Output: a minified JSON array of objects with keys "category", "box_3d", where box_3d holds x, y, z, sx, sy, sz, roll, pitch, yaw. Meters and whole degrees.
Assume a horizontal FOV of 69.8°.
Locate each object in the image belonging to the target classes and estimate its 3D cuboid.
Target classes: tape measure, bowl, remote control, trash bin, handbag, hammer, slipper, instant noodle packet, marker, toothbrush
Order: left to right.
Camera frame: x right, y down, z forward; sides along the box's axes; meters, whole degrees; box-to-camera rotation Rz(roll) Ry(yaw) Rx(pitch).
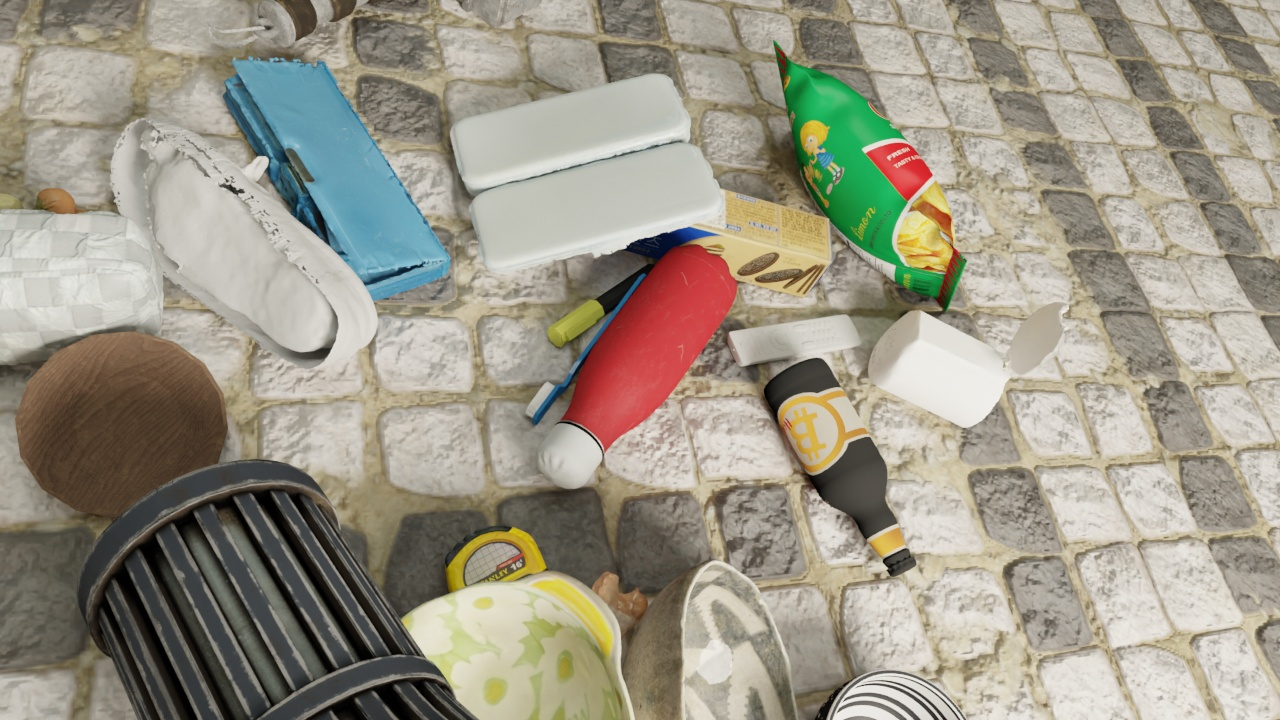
[{"category":"handbag","box_3d":[-0.403,-0.059,0.592,0.171,0.113,0.123,-2,54,-21]},{"category":"bowl","box_3d":[-0.329,0.040,0.589,0.117,0.030,0.118,0,89,-24]},{"category":"slipper","box_3d":[-0.291,-0.090,0.672,0.247,0.074,0.112,39,93,9]},{"category":"trash bin","box_3d":[-0.181,0.172,0.474,0.163,0.165,0.227,-26,51,-31]},{"category":"hammer","box_3d":[-0.241,-0.352,0.843,0.177,0.080,0.325,41,55,6]},{"category":"tape measure","box_3d":[-0.098,0.145,0.622,0.065,0.037,0.064,-35,82,-19]},{"category":"bowl","box_3d":[-0.080,0.227,0.533,0.188,0.060,0.219,32,86,28]},{"category":"toothbrush","box_3d":[-0.042,-0.014,0.741,0.014,0.016,0.166,30,61,8]},{"category":"marker","box_3d":[-0.028,-0.049,0.776,0.021,0.017,0.123,12,39,43]},{"category":"bowl","box_3d":[0.035,0.222,0.580,0.178,0.081,0.178,41,40,-48]},{"category":"remote control","box_3d":[0.139,-0.018,0.823,0.130,0.012,0.033,-9,62,-25]},{"category":"instant noodle packet","box_3d":[0.209,-0.162,0.848,0.090,0.195,0.252,-37,75,6]},{"category":"bowl","box_3d":[0.163,0.277,0.621,0.120,0.067,0.120,9,58,-15]}]

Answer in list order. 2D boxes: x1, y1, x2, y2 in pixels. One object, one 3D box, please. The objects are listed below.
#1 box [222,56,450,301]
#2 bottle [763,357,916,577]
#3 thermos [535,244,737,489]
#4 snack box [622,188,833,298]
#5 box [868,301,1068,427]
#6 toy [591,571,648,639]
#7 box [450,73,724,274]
[{"category":"box","box_3d":[-0.246,-0.154,0.740,0.093,0.053,0.231,-24,71,-31]},{"category":"bottle","box_3d":[0.166,0.088,0.741,0.059,0.059,0.181,-16,67,-27]},{"category":"thermos","box_3d":[-0.004,0.004,0.721,0.073,0.073,0.239,35,56,2]},{"category":"snack box","box_3d":[0.067,-0.117,0.831,0.206,0.057,0.056,13,56,-11]},{"category":"box","box_3d":[0.277,-0.014,0.789,0.106,0.151,0.080,27,43,-6]},{"category":"toy","box_3d":[-0.036,0.195,0.594,0.074,0.085,0.105,1,68,5]},{"category":"box","box_3d":[-0.050,-0.165,0.782,0.208,0.037,0.188,-14,52,-4]}]
